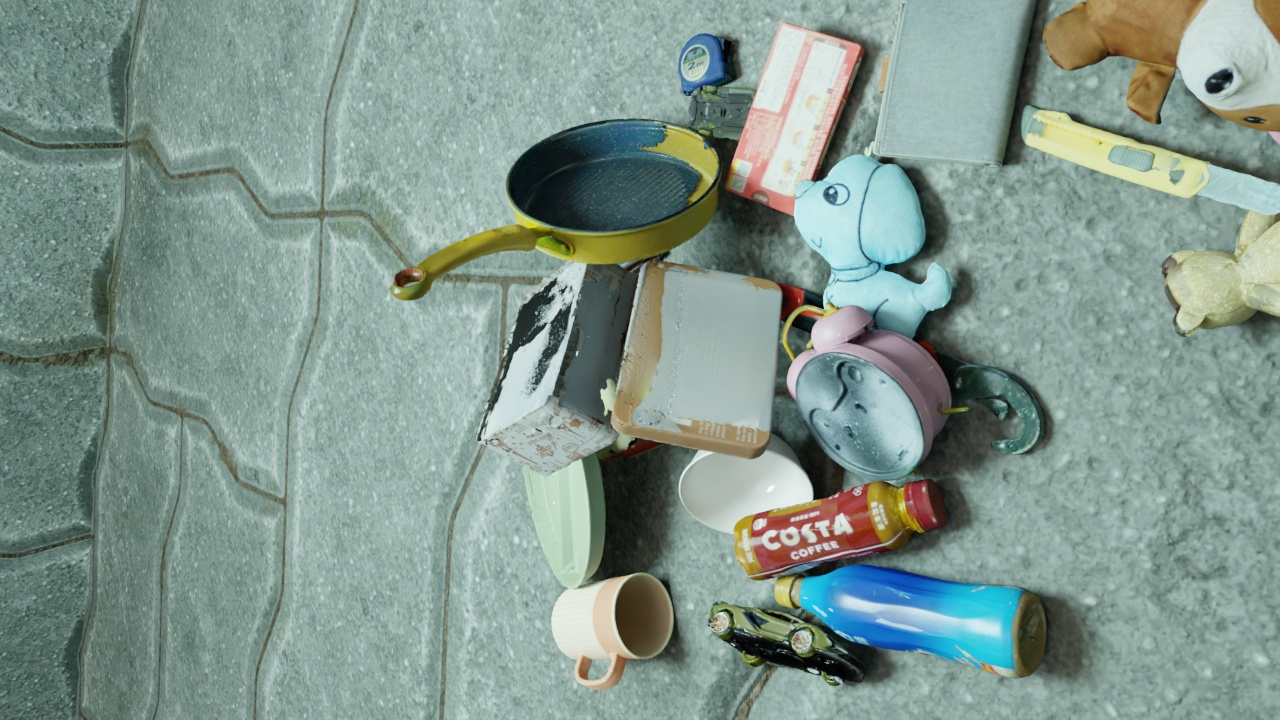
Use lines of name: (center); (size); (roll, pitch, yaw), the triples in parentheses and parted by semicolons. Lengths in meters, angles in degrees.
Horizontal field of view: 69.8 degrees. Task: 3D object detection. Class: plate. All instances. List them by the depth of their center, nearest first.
plate: (-0.086, 0.129, 0.991); (0.231, 0.027, 0.230); (171, 90, -68)

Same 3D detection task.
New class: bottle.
bottle: (0.204, 0.199, 0.736); (0.219, 0.065, 0.065); (-1, 90, 44)
bottle: (0.165, 0.140, 0.768); (0.175, 0.057, 0.057); (-22, 75, 30)

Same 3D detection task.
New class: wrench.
wrench: (0.210, -0.006, 0.764); (0.273, 0.016, 0.056); (34, 113, 38)

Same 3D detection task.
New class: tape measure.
tape measure: (0.064, -0.290, 0.897); (0.058, 0.025, 0.054); (-9, 82, 40)

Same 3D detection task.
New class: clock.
clock: (0.174, 0.019, 0.736); (0.158, 0.059, 0.117); (42, 146, 18)

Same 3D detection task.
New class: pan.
pan: (-0.072, -0.127, 0.789); (0.198, 0.356, 0.078); (22, 139, 30)

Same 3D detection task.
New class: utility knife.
utility knife: (0.338, -0.136, 0.620); (0.205, 0.021, 0.031); (38, 122, 44)

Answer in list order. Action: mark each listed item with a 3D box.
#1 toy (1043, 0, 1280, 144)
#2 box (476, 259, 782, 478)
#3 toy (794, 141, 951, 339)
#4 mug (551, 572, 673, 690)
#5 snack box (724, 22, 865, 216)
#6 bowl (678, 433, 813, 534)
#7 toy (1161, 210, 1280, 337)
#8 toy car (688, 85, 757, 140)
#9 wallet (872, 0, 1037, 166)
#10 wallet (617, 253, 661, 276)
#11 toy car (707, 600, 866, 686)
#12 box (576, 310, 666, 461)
toy: (0.355, -0.201, 0.552); (0.199, 0.130, 0.140); (42, 151, 25)
box: (-0.013, -0.003, 0.810); (0.271, 0.134, 0.179); (-5, 53, 24)
toy: (0.187, -0.099, 0.758); (0.161, 0.049, 0.156); (22, 96, 35)
mug: (-0.034, 0.282, 0.946); (0.106, 0.081, 0.114); (-22, 41, 44)
snack box: (0.134, -0.212, 0.812); (0.075, 0.025, 0.153); (24, 109, 18)
bowl: (0.096, 0.097, 0.831); (0.119, 0.118, 0.064); (-42, 25, 36)
toy: (0.403, -0.059, 0.551); (0.158, 0.066, 0.105); (-17, 46, 39)
toy car: (0.094, -0.232, 0.864); (0.105, 0.032, 0.048); (14, 105, 33)
wallet: (0.240, -0.220, 0.713); (0.107, 0.037, 0.130); (13, 98, 27)
wallet: (-0.027, -0.142, 0.983); (0.090, 0.033, 0.115); (-30, 69, 38)
toy car: (0.128, 0.250, 0.814); (0.158, 0.070, 0.042); (1, 53, 44)
box: (-0.033, 0.017, 0.959); (0.092, 0.076, 0.168); (-27, 72, 41)
